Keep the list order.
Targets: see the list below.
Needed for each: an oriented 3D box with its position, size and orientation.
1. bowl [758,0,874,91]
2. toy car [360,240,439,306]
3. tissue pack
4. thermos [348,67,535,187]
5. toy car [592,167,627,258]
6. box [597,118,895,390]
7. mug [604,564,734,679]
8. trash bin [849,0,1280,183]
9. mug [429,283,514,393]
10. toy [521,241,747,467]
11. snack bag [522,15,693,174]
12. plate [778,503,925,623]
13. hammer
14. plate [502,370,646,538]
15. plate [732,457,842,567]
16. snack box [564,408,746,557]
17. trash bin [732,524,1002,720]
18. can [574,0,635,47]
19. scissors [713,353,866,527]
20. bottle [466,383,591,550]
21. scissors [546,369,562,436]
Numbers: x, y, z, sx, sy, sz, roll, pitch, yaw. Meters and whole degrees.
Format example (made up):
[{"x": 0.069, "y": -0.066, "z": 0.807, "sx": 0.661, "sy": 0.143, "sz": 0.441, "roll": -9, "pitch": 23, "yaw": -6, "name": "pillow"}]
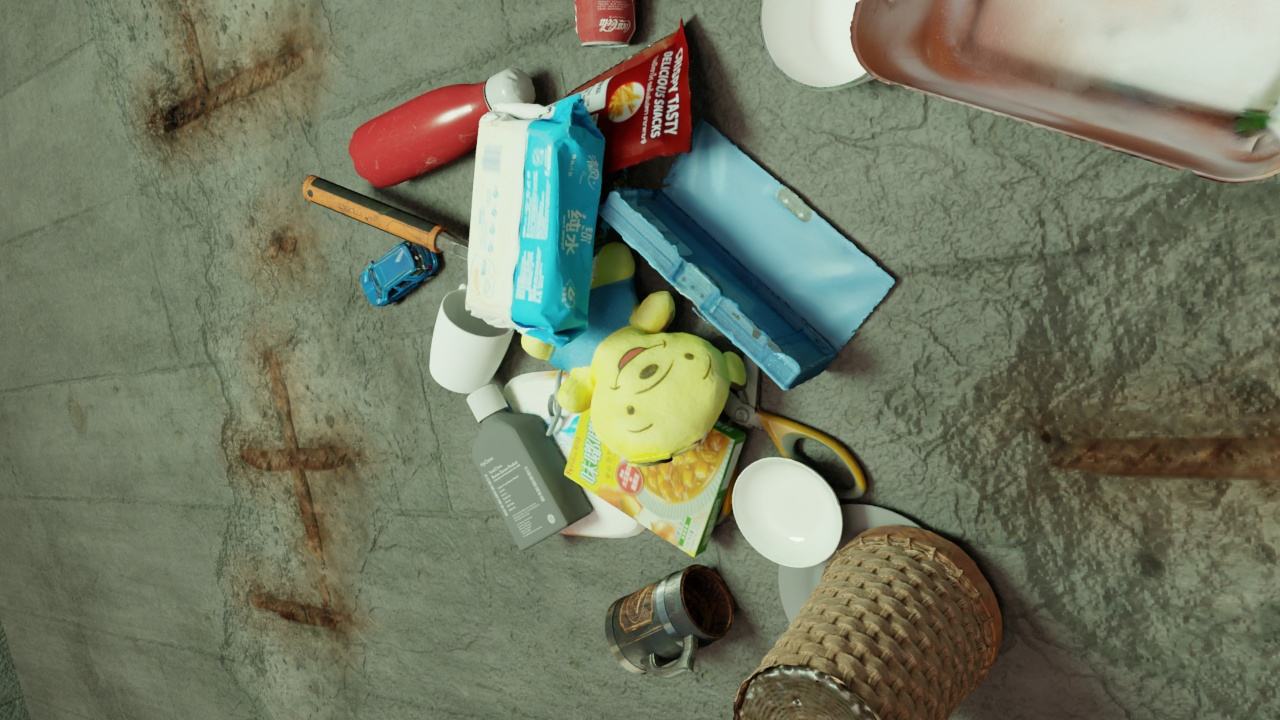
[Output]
[{"x": 0.154, "y": -0.261, "z": 0.690, "sx": 0.116, "sy": 0.065, "sz": 0.116, "roll": 10, "pitch": 108, "yaw": 33, "name": "bowl"}, {"x": -0.283, "y": -0.103, "z": 1.059, "sx": 0.120, "sy": 0.043, "sz": 0.056, "roll": -26, "pitch": 87, "yaw": 38, "name": "toy car"}, {"x": -0.093, "y": -0.124, "z": 0.797, "sx": 0.117, "sy": 0.065, "sz": 0.209, "roll": 14, "pitch": 105, "yaw": 38, "name": "tissue pack"}, {"x": -0.203, "y": -0.242, "z": 0.945, "sx": 0.240, "sy": 0.073, "sz": 0.073, "roll": -11, "pitch": 96, "yaw": 37, "name": "thermos"}, {"x": -0.043, "y": -0.147, "z": 0.883, "sx": 0.048, "sy": 0.032, "sz": 0.105, "roll": 28, "pitch": 104, "yaw": 30, "name": "toy car"}, {"x": 0.087, "y": -0.096, "z": 0.771, "sx": 0.231, "sy": 0.094, "sz": 0.112, "roll": 45, "pitch": 121, "yaw": 18, "name": "box"}, {"x": 0.026, "y": 0.268, "z": 0.900, "sx": 0.080, "sy": 0.115, "sz": 0.107, "roll": 39, "pitch": 128, "yaw": -20, "name": "mug"}, {"x": 0.290, "y": -0.228, "z": 0.547, "sx": 0.260, "sy": 0.157, "sz": 0.182, "roll": 27, "pitch": 117, "yaw": 28, "name": "trash bin"}, {"x": -0.189, "y": -0.030, "z": 1.001, "sx": 0.088, "sy": 0.080, "sz": 0.114, "roll": -64, "pitch": 34, "yaw": 36, "name": "mug"}, {"x": -0.005, "y": 0.005, "z": 0.836, "sx": 0.149, "sy": 0.084, "sz": 0.214, "roll": -42, "pitch": 59, "yaw": -7, "name": "toy"}, {"x": -0.040, "y": -0.214, "z": 0.825, "sx": 0.208, "sy": 0.066, "sz": 0.138, "roll": -17, "pitch": 56, "yaw": 40, "name": "snack bag"}, {"x": 0.206, "y": 0.211, "z": 0.816, "sx": 0.179, "sy": 0.012, "sz": 0.178, "roll": 10, "pitch": 108, "yaw": 33, "name": "plate"}, {"x": -0.228, "y": -0.145, "z": 0.966, "sx": 0.314, "sy": 0.034, "sz": 0.138, "roll": 23, "pitch": 129, "yaw": 18, "name": "hammer"}, {"x": -0.077, "y": 0.103, "z": 0.986, "sx": 0.187, "sy": 0.016, "sz": 0.187, "roll": -4, "pitch": 100, "yaw": 36, "name": "plate"}, {"x": 0.134, "y": 0.131, "z": 0.815, "sx": 0.104, "sy": 0.026, "sz": 0.104, "roll": 11, "pitch": 111, "yaw": 30, "name": "plate"}, {"x": 0.009, "y": 0.093, "z": 0.893, "sx": 0.168, "sy": 0.027, "sz": 0.132, "roll": 28, "pitch": 115, "yaw": 27, "name": "snack box"}, {"x": 0.175, "y": 0.232, "z": 0.703, "sx": 0.151, "sy": 0.209, "sz": 0.151, "roll": 10, "pitch": 107, "yaw": 33, "name": "trash bin"}, {"x": -0.032, "y": -0.329, "z": 0.812, "sx": 0.054, "sy": 0.053, "sz": 0.097, "roll": 9, "pitch": 108, "yaw": 33, "name": "can"}, {"x": 0.109, "y": 0.071, "z": 0.845, "sx": 0.229, "sy": 0.016, "sz": 0.225, "roll": 20, "pitch": 112, "yaw": 30, "name": "scissors"}, {"x": -0.131, "y": 0.108, "z": 0.984, "sx": 0.084, "sy": 0.046, "sz": 0.174, "roll": -34, "pitch": 82, "yaw": 37, "name": "bottle"}, {"x": -0.082, "y": -0.002, "z": 0.945, "sx": 0.147, "sy": 0.014, "sz": 0.141, "roll": -53, "pitch": 48, "yaw": 44, "name": "scissors"}]
